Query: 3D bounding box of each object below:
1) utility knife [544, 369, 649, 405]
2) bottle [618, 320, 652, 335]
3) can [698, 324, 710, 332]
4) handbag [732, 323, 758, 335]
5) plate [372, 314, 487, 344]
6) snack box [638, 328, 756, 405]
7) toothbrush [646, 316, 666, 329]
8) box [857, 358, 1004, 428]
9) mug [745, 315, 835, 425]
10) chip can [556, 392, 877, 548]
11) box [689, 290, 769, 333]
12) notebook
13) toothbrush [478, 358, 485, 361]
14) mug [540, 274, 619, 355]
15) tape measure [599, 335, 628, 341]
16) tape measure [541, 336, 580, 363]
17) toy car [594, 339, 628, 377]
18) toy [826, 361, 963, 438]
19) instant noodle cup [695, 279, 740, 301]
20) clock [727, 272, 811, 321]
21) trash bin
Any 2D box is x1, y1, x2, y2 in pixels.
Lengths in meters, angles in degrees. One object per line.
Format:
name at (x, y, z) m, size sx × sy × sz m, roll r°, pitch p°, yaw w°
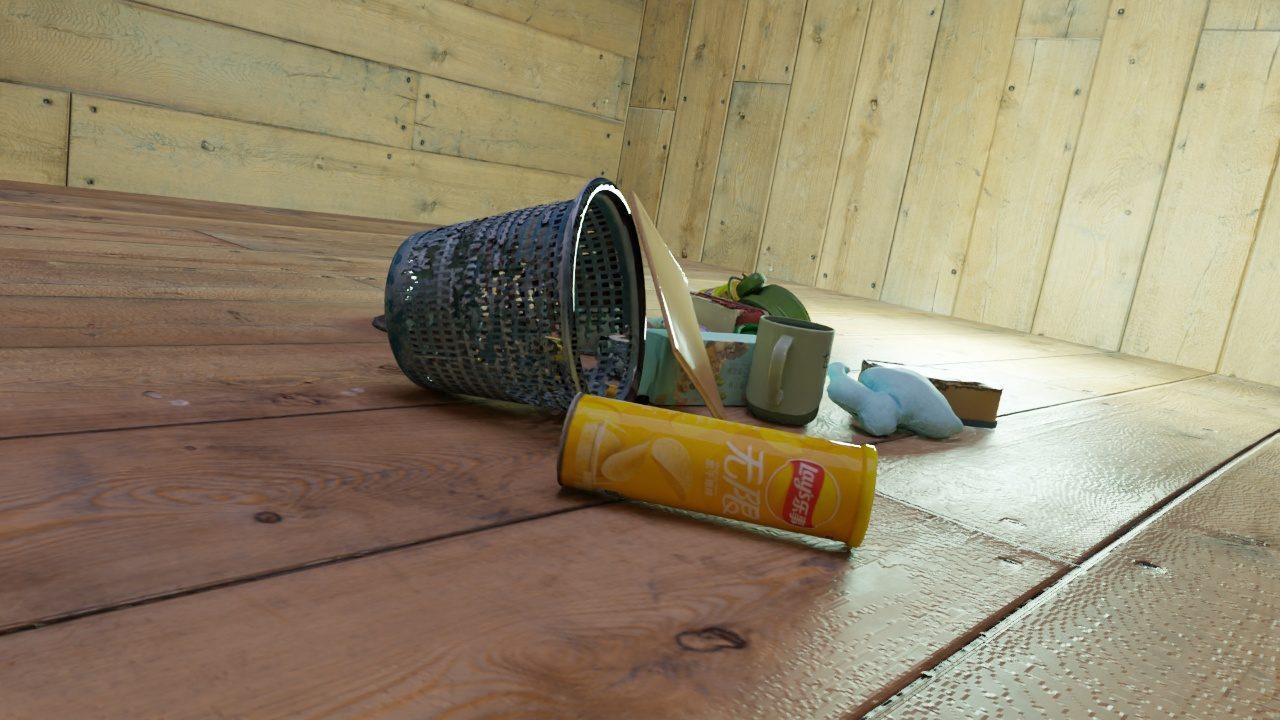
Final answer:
utility knife at (-0.078, 0.019, 0.989) m, size 0.215 × 0.015 × 0.033 m, roll 15°, pitch 9°, yaw 32°
bottle at (-0.044, -0.065, 1.355) m, size 0.068 × 0.068 × 0.197 m, roll 3°, pitch 15°, yaw -31°
can at (0.069, -0.015, 1.202) m, size 0.053 × 0.053 × 0.134 m, roll 10°, pitch 10°, yaw 4°
handbag at (0.174, -0.003, 1.192) m, size 0.131 × 0.068 × 0.120 m, roll 12°, pitch 11°, yaw 15°
plate at (-0.254, -0.050, 1.187) m, size 0.179 × 0.024 × 0.179 m, roll 10°, pitch 10°, yaw -2°
snack box at (0.076, 0.009, 1.019) m, size 0.174 × 0.074 × 0.052 m, roll 2°, pitch 12°, yaw -35°
toothbrush at (0.026, -0.048, 1.305) m, size 0.027 × 0.026 × 0.225 m, roll -6°, pitch 2°, yaw -17°
box at (0.367, 0.042, 1.153) m, size 0.184 × 0.061 × 0.090 m, roll 9°, pitch 11°, yaw -14°
mug at (0.155, 0.012, 0.978) m, size 0.082 × 0.106 × 0.111 m, roll 14°, pitch 11°, yaw 19°
chip can at (0.053, 0.074, 0.641) m, size 0.213 × 0.072 × 0.072 m, roll 11°, pitch 10°, yaw 7°
box at (0.098, -0.051, 1.323) m, size 0.076 × 0.091 × 0.168 m, roll 5°, pitch 10°, yaw -36°
notebook at (0.037, -0.050, 0.895) m, size 0.012 × 0.211 × 0.149 m, roll -22°, pitch -39°, yaw 11°
toothbrush at (-0.184, -0.006, 1.027) m, size 0.012 × 0.017 × 0.185 m, roll -26°, pitch -3°, yaw 20°
mug at (-0.080, -0.065, 1.202) m, size 0.123 × 0.103 × 0.084 m, roll -1°, pitch 15°, yaw -41°
tape measure at (-0.013, -0.012, 1.172) m, size 0.066 × 0.033 × 0.065 m, roll 17°, pitch 14°, yaw 36°
tape measure at (-0.109, -0.010, 1.084) m, size 0.060 × 0.029 × 0.057 m, roll 4°, pitch 13°, yaw -29°
toy car at (-0.006, 0.006, 1.072) m, size 0.054 × 0.037 × 0.121 m, roll 2°, pitch 19°, yaw -38°
toy at (0.287, 0.044, 1.037) m, size 0.161 × 0.050 × 0.155 m, roll 38°, pitch 42°, yaw 14°
instant noodle cup at (0.133, -0.075, 1.476) m, size 0.111 × 0.111 × 0.123 m, roll 5°, pitch 4°, yaw -21°
clock at (0.185, -0.066, 1.351) m, size 0.056 × 0.116 × 0.161 m, roll -37°, pitch 64°, yaw -22°
trash bin at (-0.116, -0.048, 0.849) m, size 0.195 × 0.226 × 0.226 m, roll -1°, pitch 7°, yaw 17°
